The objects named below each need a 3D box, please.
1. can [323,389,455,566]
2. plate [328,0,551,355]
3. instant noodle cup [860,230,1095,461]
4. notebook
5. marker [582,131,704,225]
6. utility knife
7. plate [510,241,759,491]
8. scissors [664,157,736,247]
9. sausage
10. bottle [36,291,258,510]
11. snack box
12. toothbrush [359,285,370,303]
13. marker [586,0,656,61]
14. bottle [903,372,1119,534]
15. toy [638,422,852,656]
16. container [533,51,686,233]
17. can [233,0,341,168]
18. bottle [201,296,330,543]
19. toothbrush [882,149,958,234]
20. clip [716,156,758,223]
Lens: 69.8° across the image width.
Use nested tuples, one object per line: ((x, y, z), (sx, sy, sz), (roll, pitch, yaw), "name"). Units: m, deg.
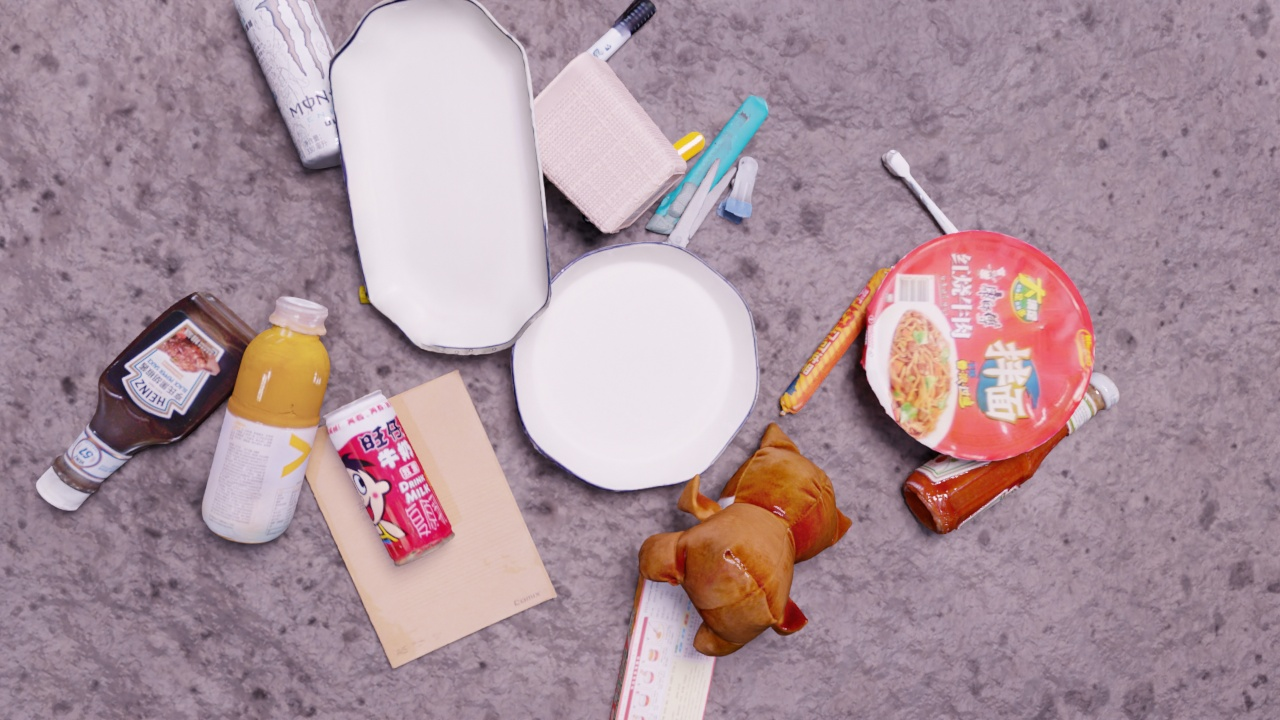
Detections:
((-0.200, 0.093, 0.731), (0.053, 0.053, 0.133), (-26, 94, -6), "can")
((-0.144, -0.135, 0.695), (0.162, 0.034, 0.266), (0, 108, 16), "plate")
((0.279, -0.011, 0.788), (0.194, 0.066, 0.193), (0, 86, -2), "instant noodle cup")
((-0.180, 0.133, 0.769), (0.149, 0.012, 0.211), (-23, 94, -6), "notebook")
((0.002, -0.154, 0.780), (0.124, 0.015, 0.018), (-36, 95, -2), "marker")
((0.059, -0.166, 0.787), (0.029, 0.013, 0.151), (38, 87, -10), "utility knife")
((-0.005, 0.004, 0.759), (0.205, 0.045, 0.205), (-1, 100, -7), "plate")
((0.018, -0.099, 0.776), (0.125, 0.012, 0.174), (5, 97, -6), "scissors")
((0.174, -0.017, 0.804), (0.021, 0.021, 0.165), (38, 87, -7), "sausage")
((-0.389, 0.036, 0.720), (0.080, 0.044, 0.195), (44, 87, -10), "bottle")
((0.026, 0.250, 0.792), (0.077, 0.027, 0.156), (12, 91, -8), "snack box")
((-0.136, -0.060, 0.763), (0.190, 0.016, 0.015), (-3, 93, -7), "toothbrush")
((-0.039, -0.256, 0.768), (0.130, 0.018, 0.022), (-44, 88, -5), "marker")
((0.330, 0.077, 0.811), (0.206, 0.060, 0.060), (-32, 96, -6), "bottle")
((0.093, 0.144, 0.745), (0.199, 0.131, 0.140), (-42, 104, -39), "toy")
((-0.030, -0.166, 0.723), (0.090, 0.090, 0.111), (-41, 92, 15), "container")
((-0.264, -0.227, 0.718), (0.058, 0.058, 0.147), (-22, 95, -6), "can")
((-0.285, 0.045, 0.710), (0.068, 0.068, 0.189), (17, 98, -8), "bottle")
((0.275, -0.116, 0.819), (0.016, 0.016, 0.180), (-42, 99, 1), "toothbrush")
((0.087, -0.149, 0.790), (0.027, 0.045, 0.058), (18, 84, -7), "clip")
